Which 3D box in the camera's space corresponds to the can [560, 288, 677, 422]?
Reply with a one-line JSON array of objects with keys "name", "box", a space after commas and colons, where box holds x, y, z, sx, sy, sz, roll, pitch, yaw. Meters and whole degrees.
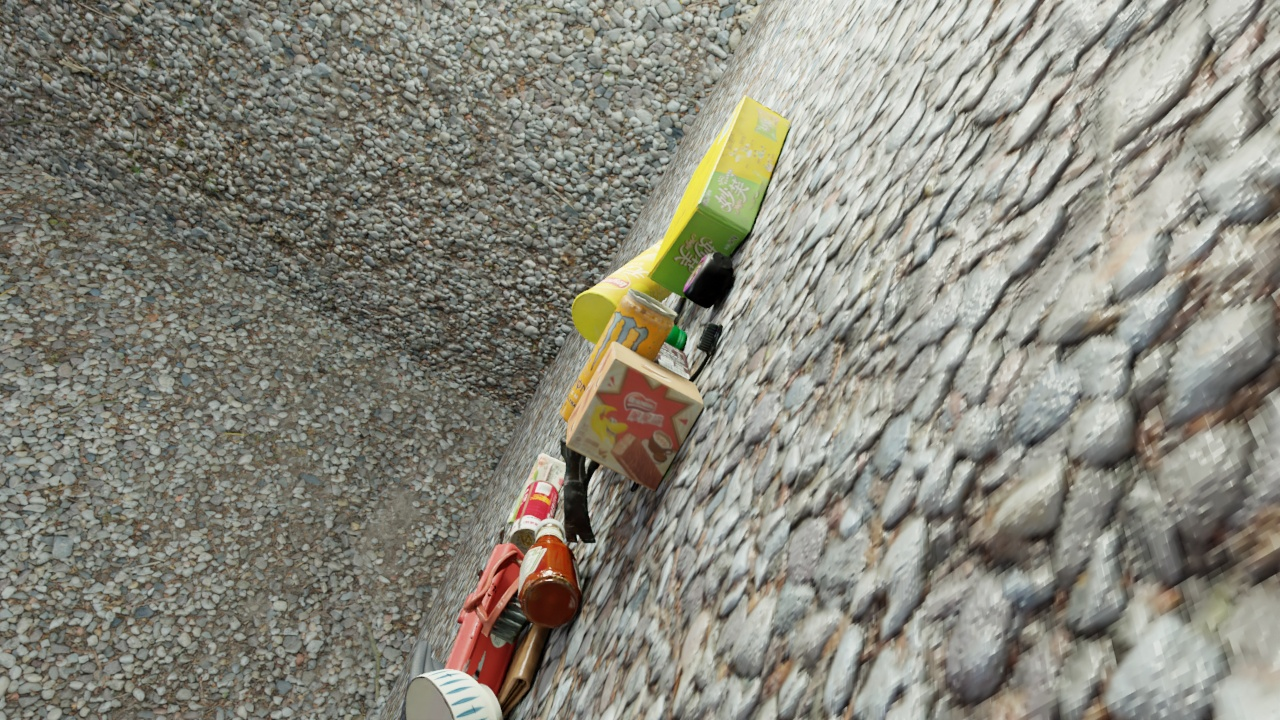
[{"name": "can", "box": [-0.022, 0.005, 0.907, 0.146, 0.058, 0.058, -61, 8, 10]}]

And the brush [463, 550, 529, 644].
[{"name": "brush", "box": [-0.142, 0.256, 1.006, 0.063, 0.069, 0.145, -61, -6, 16]}]

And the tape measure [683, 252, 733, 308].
[{"name": "tape measure", "box": [0.075, -0.085, 0.989, 0.057, 0.039, 0.057, -59, 6, -16]}]

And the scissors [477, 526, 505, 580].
[{"name": "scissors", "box": [-0.188, 0.315, 1.173, 0.226, 0.015, 0.188, 75, -151, -68]}]

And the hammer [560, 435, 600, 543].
[{"name": "hammer", "box": [-0.054, 0.111, 1.061, 0.323, 0.032, 0.126, -69, -20, -79]}]

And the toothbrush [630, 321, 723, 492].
[{"name": "toothbrush", "box": [0.031, 0.046, 0.900, 0.189, 0.018, 0.014, -62, 9, 8]}]

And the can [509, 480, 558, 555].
[{"name": "can", "box": [-0.155, 0.231, 1.345, 0.053, 0.053, 0.132, -59, 8, 21]}]

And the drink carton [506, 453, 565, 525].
[{"name": "drink carton", "box": [-0.161, 0.212, 1.453, 0.122, 0.053, 0.046, -65, 9, -19]}]

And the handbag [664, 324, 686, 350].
[{"name": "handbag", "box": [-0.007, 0.006, 1.096, 0.131, 0.068, 0.120, -62, 7, 2]}]

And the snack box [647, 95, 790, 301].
[{"name": "snack box", "box": [0.096, -0.198, 1.128, 0.158, 0.070, 0.209, -51, 13, 54]}]

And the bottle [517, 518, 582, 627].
[{"name": "bottle", "box": [-0.095, 0.214, 0.964, 0.060, 0.060, 0.206, -61, 9, 5]}]

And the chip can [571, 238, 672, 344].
[{"name": "chip can", "box": [-0.003, -0.094, 1.183, 0.212, 0.072, 0.072, -41, -11, -50]}]

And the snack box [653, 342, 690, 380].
[{"name": "snack box", "box": [0.002, 0.039, 0.975, 0.113, 0.053, 0.125, -59, 8, 16]}]

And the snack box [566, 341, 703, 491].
[{"name": "snack box", "box": [-0.007, 0.050, 0.847, 0.094, 0.093, 0.077, -61, 8, 10]}]

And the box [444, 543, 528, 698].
[{"name": "box", "box": [-0.169, 0.330, 1.069, 0.200, 0.074, 0.155, -73, -14, -50]}]

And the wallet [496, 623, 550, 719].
[{"name": "wallet", "box": [-0.127, 0.324, 0.966, 0.116, 0.020, 0.101, -59, 5, 34]}]

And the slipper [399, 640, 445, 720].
[{"name": "slipper", "box": [-0.243, 0.459, 1.088, 0.267, 0.083, 0.111, -107, 32, -55]}]

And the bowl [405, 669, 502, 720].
[{"name": "bowl", "box": [-0.180, 0.364, 0.918, 0.066, 0.116, 0.117, -8, -36, -40]}]
